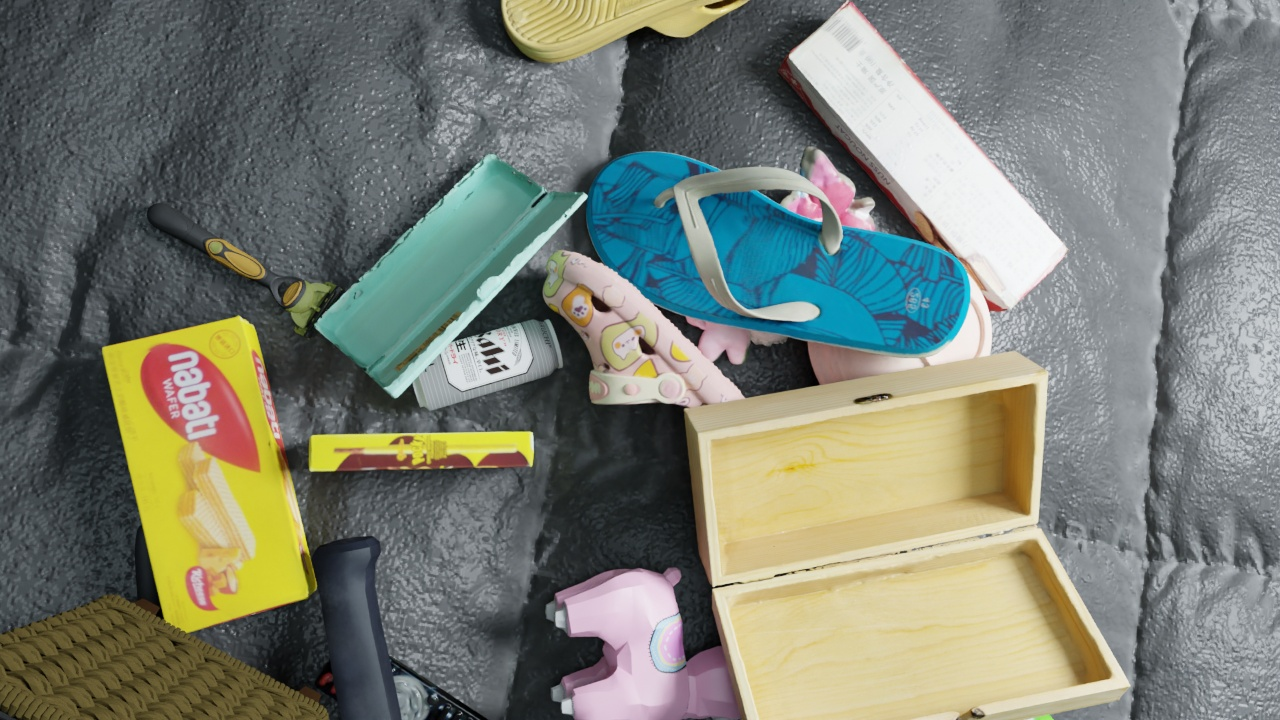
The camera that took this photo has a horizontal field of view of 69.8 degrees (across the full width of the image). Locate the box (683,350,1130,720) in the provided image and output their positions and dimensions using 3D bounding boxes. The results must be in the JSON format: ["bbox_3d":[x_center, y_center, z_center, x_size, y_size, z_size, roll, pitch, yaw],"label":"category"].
[{"bbox_3d":[0.170,0.132,0.635,0.247,0.119,0.252,-9,74,-5],"label":"box"}]

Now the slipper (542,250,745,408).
[{"bbox_3d":[-0.004,0.004,0.673,0.197,0.093,0.081,41,88,-10],"label":"slipper"}]

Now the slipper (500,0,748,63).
[{"bbox_3d":[0.019,-0.304,0.714,0.263,0.078,0.099,-21,88,5],"label":"slipper"}]

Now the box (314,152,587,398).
[{"bbox_3d":[-0.130,-0.060,0.644,0.186,0.055,0.138,-47,49,-10],"label":"box"}]

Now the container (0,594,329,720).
[{"bbox_3d":[-0.322,0.301,0.495,0.176,0.205,0.321,31,89,-6],"label":"container"}]

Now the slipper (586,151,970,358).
[{"bbox_3d":[0.087,-0.077,0.658,0.295,0.060,0.118,19,87,16],"label":"slipper"}]

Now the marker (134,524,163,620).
[{"bbox_3d":[-0.334,0.179,0.624,0.018,0.015,0.134,-3,84,-42],"label":"marker"}]

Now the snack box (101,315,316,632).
[{"bbox_3d":[-0.293,0.077,0.630,0.092,0.042,0.200,-14,87,-11],"label":"snack box"}]

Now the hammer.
[{"bbox_3d":[-0.169,0.274,0.621,0.139,0.035,0.312,-10,89,1],"label":"hammer"}]

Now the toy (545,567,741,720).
[{"bbox_3d":[0.014,0.212,0.661,0.157,0.067,0.123,-2,83,-15],"label":"toy"}]

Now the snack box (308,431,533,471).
[{"bbox_3d":[-0.152,0.064,0.648,0.149,0.061,0.025,0,85,-10],"label":"snack box"}]

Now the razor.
[{"bbox_3d":[-0.289,-0.070,0.659,0.144,0.021,0.044,31,79,-4],"label":"razor"}]

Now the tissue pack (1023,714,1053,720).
[{"bbox_3d":[0.242,0.276,0.623,0.113,0.034,0.099,-42,96,-18],"label":"tissue pack"}]

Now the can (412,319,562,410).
[{"bbox_3d":[-0.113,0.002,0.670,0.106,0.044,0.044,-17,87,-12],"label":"can"}]

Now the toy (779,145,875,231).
[{"bbox_3d":[0.145,-0.118,0.732,0.102,0.050,0.065,35,93,-32],"label":"toy"}]

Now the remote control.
[{"bbox_3d":[-0.159,0.247,0.648,0.140,0.021,0.045,34,87,-2],"label":"remote control"}]

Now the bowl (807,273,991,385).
[{"bbox_3d":[0.211,-0.021,0.699,0.152,0.076,0.153,1,88,-24],"label":"bowl"}]

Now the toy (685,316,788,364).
[{"bbox_3d":[0.083,-0.045,0.713,0.109,0.041,0.096,-32,102,-9],"label":"toy"}]

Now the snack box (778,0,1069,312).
[{"bbox_3d":[0.231,-0.164,0.753,0.076,0.044,0.273,-43,92,-6],"label":"snack box"}]
